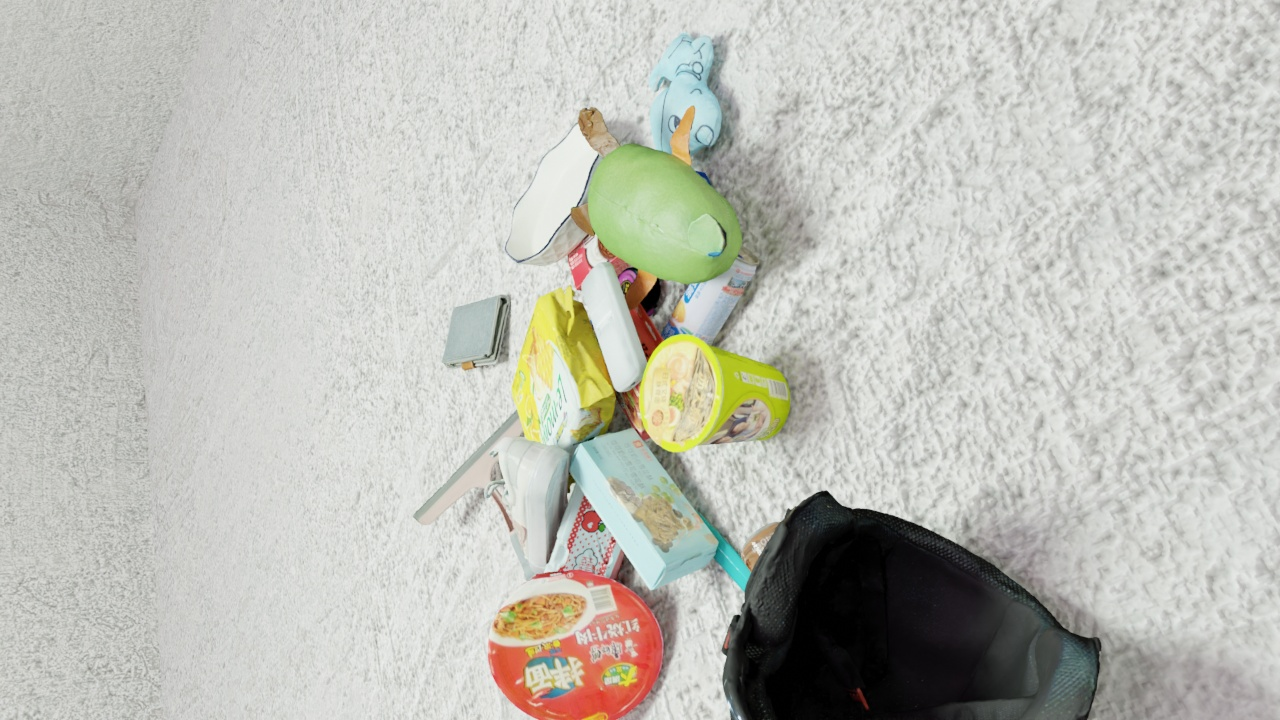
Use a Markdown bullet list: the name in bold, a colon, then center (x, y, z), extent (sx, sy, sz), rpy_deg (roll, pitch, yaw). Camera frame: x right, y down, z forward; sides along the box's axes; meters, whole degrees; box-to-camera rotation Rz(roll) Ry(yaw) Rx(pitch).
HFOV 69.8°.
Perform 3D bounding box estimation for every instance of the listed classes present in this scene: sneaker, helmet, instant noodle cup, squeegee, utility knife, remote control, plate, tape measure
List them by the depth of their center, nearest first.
- **helmet**: center (0.176, 0.240, 0.664), extent (0.233, 0.273, 0.231), rpy_deg (28, 135, 25)
- **instant noodle cup**: center (0.080, 0.037, 0.905), extent (0.112, 0.123, 0.111), rpy_deg (-10, 76, 47)
- **utility knife**: center (0.096, 0.211, 0.946), extent (0.187, 0.013, 0.029), rpy_deg (44, 121, 44)
- **remote control**: center (-0.028, -0.036, 0.968), extent (0.056, 0.020, 0.136), rpy_deg (-45, 58, 51)
- **instant noodle cup**: center (-0.071, 0.310, 1.029), extent (0.065, 0.194, 0.194), rpy_deg (-91, 20, -75)
- **sneaker**: center (-0.132, 0.174, 1.079), extent (0.091, 0.089, 0.243), rpy_deg (20, 141, 15)
- **tape measure**: center (-0.003, -0.081, 1.082), extent (0.058, 0.039, 0.057), rpy_deg (-13, 75, 53)
- **plate**: center (-0.097, -0.205, 1.158), extent (0.205, 0.045, 0.204), rpy_deg (-39, 36, 36)
- **squeegee**: center (-0.174, 0.230, 1.237), extent (0.248, 0.040, 0.249), rpy_deg (-44, 58, 15)

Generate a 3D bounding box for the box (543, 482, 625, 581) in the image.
- **box**: center (-0.068, 0.222, 1.071), extent (0.095, 0.098, 0.201), rpy_deg (32, 108, 46)

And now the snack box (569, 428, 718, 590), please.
- **snack box**: center (0.001, 0.155, 0.982), extent (0.175, 0.074, 0.052), rpy_deg (52, 138, 29)

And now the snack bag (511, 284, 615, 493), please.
- **snack bag**: center (-0.089, 0.039, 1.089), extent (0.247, 0.068, 0.158), rpy_deg (115, 138, -54)

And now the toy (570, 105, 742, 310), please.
- **toy**: center (0.012, -0.156, 0.952), extent (0.247, 0.089, 0.227), rpy_deg (38, 127, 36)

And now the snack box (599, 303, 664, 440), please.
- **snack box**: center (-0.006, 0.006, 1.023), extent (0.127, 0.044, 0.113), rpy_deg (88, 156, -49)

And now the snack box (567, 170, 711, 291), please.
- **snack box**: center (-0.001, -0.149, 1.075), extent (0.208, 0.058, 0.057), rpy_deg (-32, 65, 42)

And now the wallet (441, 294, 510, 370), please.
- **wallet**: center (-0.242, -0.037, 1.355), extent (0.130, 0.037, 0.106), rpy_deg (-8, 68, 47)

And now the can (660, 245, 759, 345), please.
- **can**: center (0.072, -0.062, 0.980), extent (0.053, 0.053, 0.135), rpy_deg (52, 123, 39)

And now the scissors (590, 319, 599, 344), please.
- **scissors**: center (-0.065, -0.036, 1.155), extent (0.163, 0.012, 0.162), rpy_deg (-59, 31, 10)

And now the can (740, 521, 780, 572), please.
- **can**: center (0.146, 0.210, 0.854), extent (0.059, 0.058, 0.116), rpy_deg (-58, 47, 26)

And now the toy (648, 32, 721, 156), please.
- **toy**: center (0.048, -0.294, 1.045), extent (0.161, 0.049, 0.156), rpy_deg (35, 109, 51)
